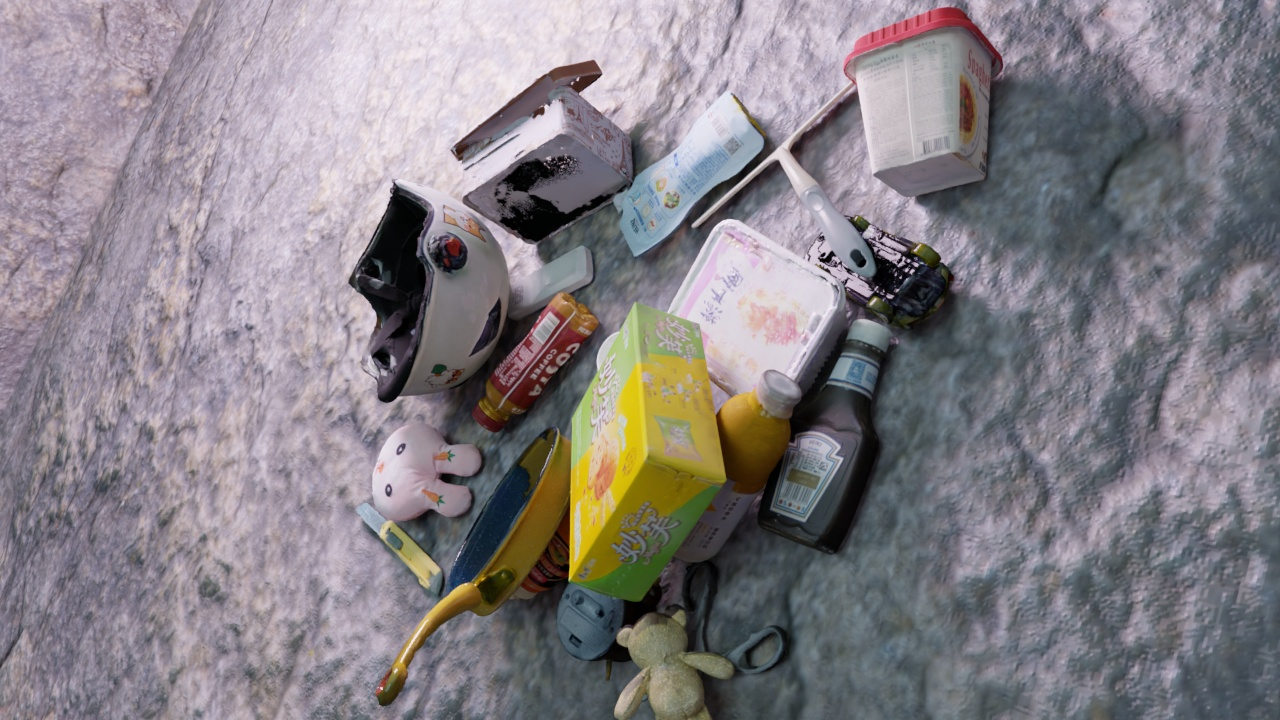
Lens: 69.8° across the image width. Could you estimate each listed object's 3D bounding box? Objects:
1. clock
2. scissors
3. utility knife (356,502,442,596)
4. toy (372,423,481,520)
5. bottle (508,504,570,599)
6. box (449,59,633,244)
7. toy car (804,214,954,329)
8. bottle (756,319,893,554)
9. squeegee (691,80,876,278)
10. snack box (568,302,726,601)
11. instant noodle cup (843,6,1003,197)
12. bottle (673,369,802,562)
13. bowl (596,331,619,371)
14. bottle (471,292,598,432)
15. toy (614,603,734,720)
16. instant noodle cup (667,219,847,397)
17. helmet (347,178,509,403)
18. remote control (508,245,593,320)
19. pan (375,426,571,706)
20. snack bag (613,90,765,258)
[{"bbox_3d":[-0.025,0.225,0.844,0.082,0.055,0.122,24,85,45],"label":"clock"},{"bbox_3d":[0.049,0.257,0.794,0.180,0.014,0.159,-33,52,26],"label":"scissors"},{"bbox_3d":[-0.292,0.221,1.108,0.216,0.022,0.031,25,81,49],"label":"utility knife"},{"bbox_3d":[-0.258,0.134,1.095,0.160,0.054,0.121,0,70,32],"label":"toy"},{"bbox_3d":[-0.088,0.194,0.914,0.150,0.066,0.066,-43,47,26],"label":"bottle"},{"bbox_3d":[-0.122,-0.270,1.104,0.183,0.152,0.174,-24,53,30],"label":"box"},{"bbox_3d":[0.205,-0.081,0.803,0.070,0.042,0.158,-50,38,6],"label":"toy car"},{"bbox_3d":[0.163,0.060,0.772,0.080,0.044,0.194,14,78,43],"label":"bottle"},{"bbox_3d":[0.158,-0.154,0.850,0.247,0.039,0.246,-40,38,19],"label":"squeegee"},{"bbox_3d":[-0.002,0.074,0.791,0.209,0.070,0.158,-95,28,-52],"label":"snack box"},{"bbox_3d":[0.246,-0.217,0.794,0.117,0.116,0.124,-8,76,38],"label":"instant noodle cup"},{"bbox_3d":[0.074,0.090,0.776,0.190,0.068,0.068,-62,41,31],"label":"bottle"},{"bbox_3d":[-0.005,0.005,0.928,0.119,0.064,0.118,-19,58,34],"label":"bowl"},{"bbox_3d":[-0.122,0.005,1.032,0.175,0.057,0.057,-49,46,11],"label":"bottle"},{"bbox_3d":[0.033,0.283,0.757,0.105,0.066,0.157,-21,60,-1],"label":"toy"},{"bbox_3d":[0.111,-0.036,0.843,0.173,0.060,0.138,41,107,45],"label":"instant noodle cup"},{"bbox_3d":[-0.238,-0.078,1.100,0.231,0.156,0.273,-53,46,39],"label":"helmet"},{"bbox_3d":[-0.109,-0.093,1.093,0.125,0.024,0.049,-26,54,30],"label":"remote control"},{"bbox_3d":[-0.145,0.184,0.831,0.198,0.078,0.356,-51,13,25],"label":"pan"},{"bbox_3d":[0.047,-0.202,1.003,0.191,0.038,0.110,-42,54,20],"label":"snack bag"}]
